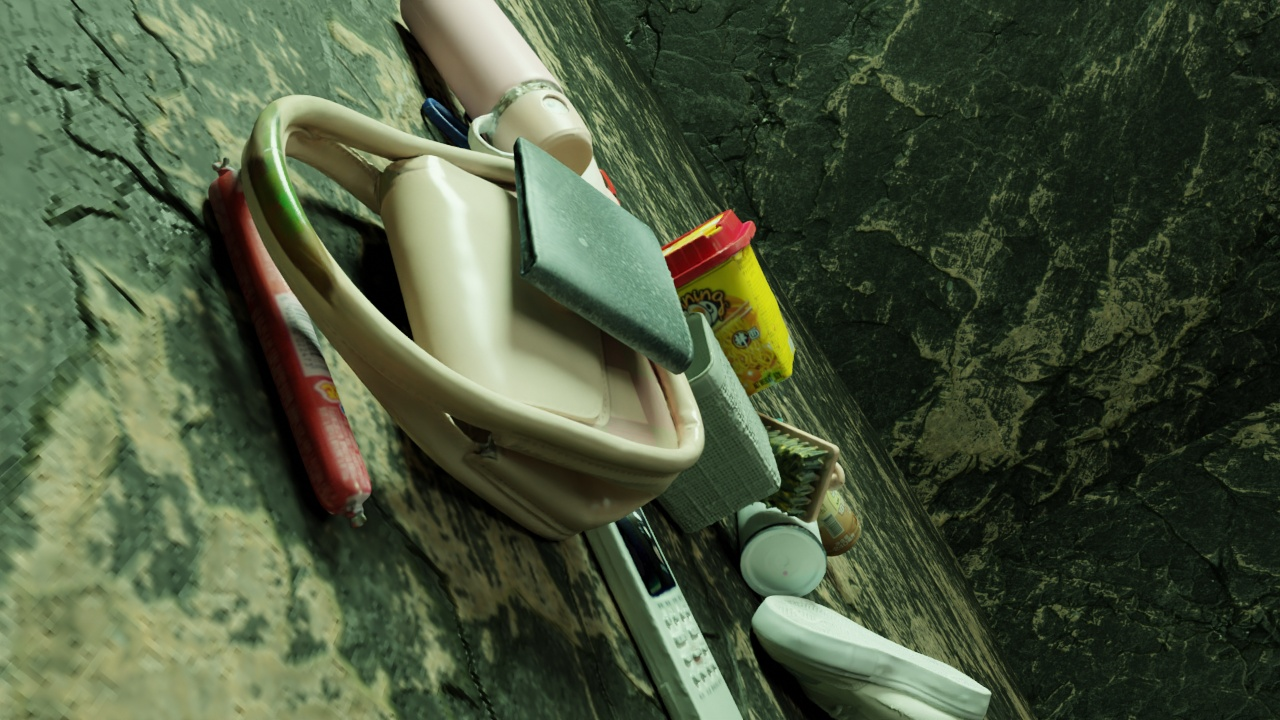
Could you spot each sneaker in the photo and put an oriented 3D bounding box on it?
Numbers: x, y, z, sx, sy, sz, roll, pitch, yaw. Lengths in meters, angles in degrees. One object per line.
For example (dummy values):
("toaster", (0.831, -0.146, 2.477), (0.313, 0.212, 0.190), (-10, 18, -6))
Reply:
("sneaker", (0.165, 0.253, 0.698), (0.242, 0.090, 0.089), (29, -3, -28))

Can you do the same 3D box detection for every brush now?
("brush", (0.088, 0.071, 0.730), (0.146, 0.063, 0.073), (25, 15, 38))

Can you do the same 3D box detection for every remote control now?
("remote control", (0.013, 0.139, 0.495), (0.150, 0.021, 0.058), (63, 14, 15))

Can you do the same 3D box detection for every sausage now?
("sausage", (-0.127, -0.011, 0.329), (0.155, 0.020, 0.020), (63, 15, 19))

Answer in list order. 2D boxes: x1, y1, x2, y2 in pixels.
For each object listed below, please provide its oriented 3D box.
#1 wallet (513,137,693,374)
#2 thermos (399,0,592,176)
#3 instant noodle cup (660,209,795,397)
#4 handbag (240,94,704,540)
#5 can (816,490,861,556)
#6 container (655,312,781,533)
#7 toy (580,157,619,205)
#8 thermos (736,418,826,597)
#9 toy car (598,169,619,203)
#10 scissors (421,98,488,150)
("wallet", (-0.021, -0.055, 0.453), (0.097, 0.019, 0.120), (33, 28, -33))
("thermos", (-0.112, -0.202, 0.655), (0.087, 0.067, 0.198), (-13, 58, -36))
("instant noodle cup", (0.054, -0.034, 0.701), (0.123, 0.116, 0.115), (59, 18, -10))
("handbag", (-0.081, -0.030, 0.414), (0.234, 0.093, 0.193), (30, 30, -54))
("can", (0.189, 0.158, 0.995), (0.116, 0.059, 0.058), (51, 16, -28))
("container", (0.035, 0.046, 0.634), (0.114, 0.090, 0.090), (55, 15, -25))
("toy", (-0.054, -0.153, 0.814), (0.159, 0.054, 0.121), (45, 18, -50))
("thermos", (0.116, 0.121, 0.808), (0.073, 0.073, 0.224), (55, 14, -14))
("toy car", (-0.045, -0.178, 0.952), (0.049, 0.031, 0.106), (60, 12, 2))
("scissors", (-0.095, -0.141, 0.679), (0.162, 0.012, 0.175), (30, 22, -48))
